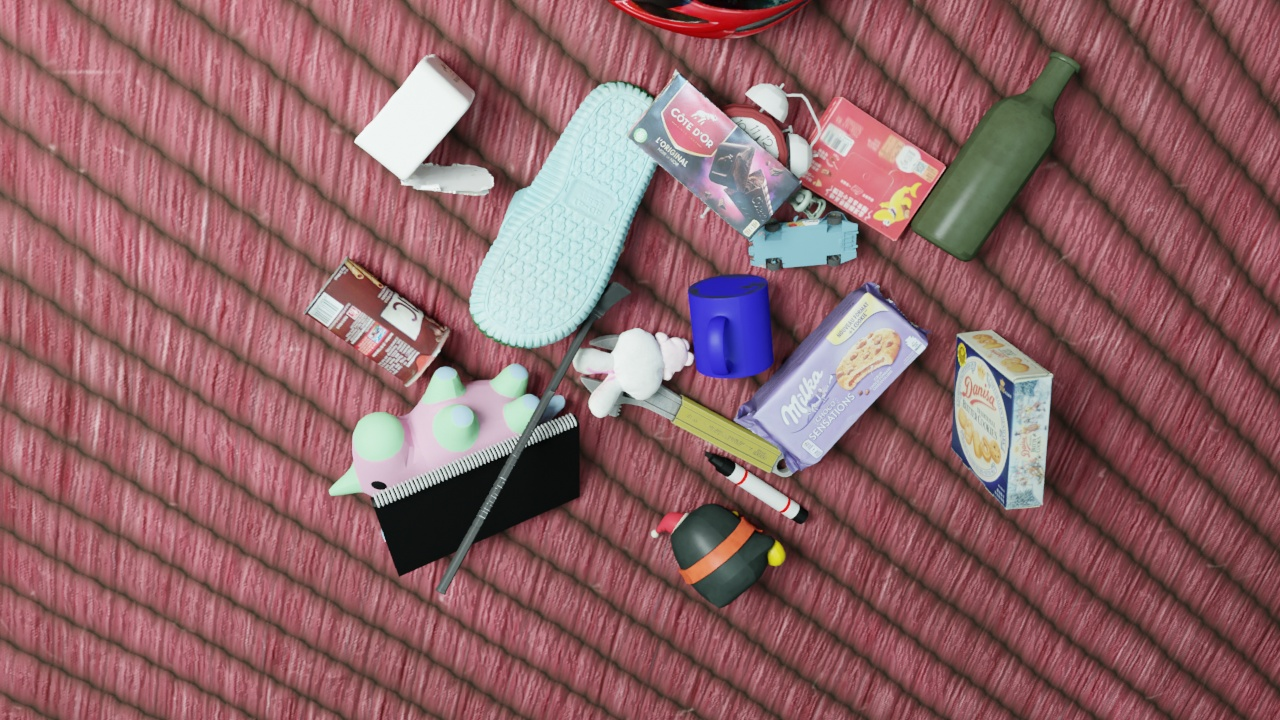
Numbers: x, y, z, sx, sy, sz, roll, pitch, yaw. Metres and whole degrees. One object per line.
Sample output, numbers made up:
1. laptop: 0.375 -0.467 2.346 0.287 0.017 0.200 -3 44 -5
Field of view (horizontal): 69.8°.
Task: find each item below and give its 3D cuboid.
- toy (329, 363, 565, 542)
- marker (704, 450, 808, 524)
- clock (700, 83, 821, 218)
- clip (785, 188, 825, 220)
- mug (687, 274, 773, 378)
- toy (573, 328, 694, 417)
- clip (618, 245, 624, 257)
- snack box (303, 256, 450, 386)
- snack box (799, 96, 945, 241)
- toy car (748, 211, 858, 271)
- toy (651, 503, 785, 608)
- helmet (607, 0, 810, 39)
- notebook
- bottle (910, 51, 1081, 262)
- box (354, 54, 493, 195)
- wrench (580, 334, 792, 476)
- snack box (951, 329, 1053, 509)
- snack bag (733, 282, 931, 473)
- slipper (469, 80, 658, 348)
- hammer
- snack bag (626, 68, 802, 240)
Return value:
1. toy: -0.191 0.082 0.926 0.221 0.120 0.172 -5 144 -34
2. marker: 0.128 0.140 1.026 0.145 0.019 0.019 34 103 -17
3. clock: 0.102 -0.201 0.871 0.138 0.048 0.096 -27 106 12
4. clip: 0.156 -0.155 0.888 0.047 0.076 0.023 26 105 -16
5. mug: 0.086 -0.029 0.910 0.079 0.111 0.083 0 113 19
6. toy: -0.006 0.005 0.930 0.125 0.037 0.076 -22 105 -21
7. clip: -0.044 -0.100 0.914 0.062 0.025 0.047 -15 111 -3
8. snack box: -0.254 -0.038 0.888 0.121 0.072 0.072 38 102 -17
9. snack box: 0.224 -0.189 0.911 0.133 0.021 0.089 28 105 -16
10. toy car: 0.162 -0.123 0.923 0.108 0.027 0.060 -4 133 6
11. toy: 0.081 0.205 1.009 0.119 0.099 0.098 50 144 3
12. helmet: 0.043 -0.388 0.756 0.272 0.166 0.218 21 104 -1
13. notebook: -0.156 0.136 0.919 0.206 0.016 0.149 -22 146 -19
14. bottle: 0.351 -0.199 0.896 0.071 0.071 0.207 28 105 -16
15. box: -0.171 -0.191 0.820 0.130 0.110 0.103 40 102 -17
16. wrench: 0.057 0.057 0.986 0.273 0.018 0.084 27 101 -15
17. snack box: 0.373 0.058 0.957 0.042 0.144 0.145 -6 110 -2
18. snack bag: 0.199 0.017 0.967 0.096 0.058 0.206 39 102 -16
19. slipper: -0.065 -0.136 0.874 0.116 0.069 0.276 28 88 -11
20. hammer: -0.100 0.064 0.841 0.015 0.095 0.324 34 68 -19
21. snack bag: 0.068 -0.185 0.843 0.155 0.018 0.075 39 108 -9
